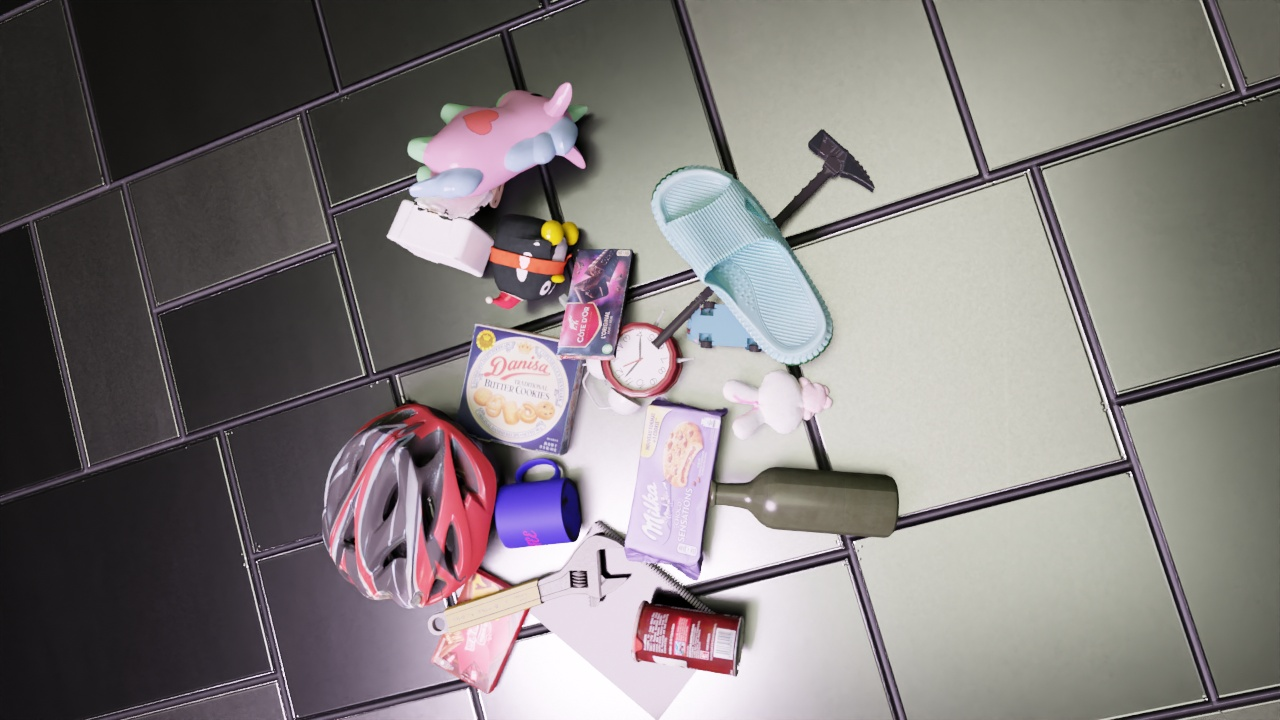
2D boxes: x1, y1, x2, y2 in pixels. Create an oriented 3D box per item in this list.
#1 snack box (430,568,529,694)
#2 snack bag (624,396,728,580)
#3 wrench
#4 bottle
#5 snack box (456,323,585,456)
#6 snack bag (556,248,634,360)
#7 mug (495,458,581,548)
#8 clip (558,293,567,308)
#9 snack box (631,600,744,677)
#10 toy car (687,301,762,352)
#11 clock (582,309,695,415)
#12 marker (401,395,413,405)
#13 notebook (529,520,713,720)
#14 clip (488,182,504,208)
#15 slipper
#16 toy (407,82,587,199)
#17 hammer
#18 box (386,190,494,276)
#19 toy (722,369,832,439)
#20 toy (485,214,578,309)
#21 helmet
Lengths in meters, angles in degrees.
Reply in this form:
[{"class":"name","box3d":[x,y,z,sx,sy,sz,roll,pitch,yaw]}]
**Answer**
[{"class":"snack box","box3d":[-0.202,0.344,1.171,0.089,0.021,0.133,24,93,12]},{"class":"snack bag","box3d":[0.044,0.151,1.101,0.096,0.058,0.205,10,90,15]},{"class":"wrench","box3d":[-0.142,0.288,1.139,0.274,0.018,0.083,-19,83,10]},{"class":"bottle","box3d":[0.183,0.158,1.043,0.207,0.071,0.071,4,89,2]},{"class":"snack box","box3d":[-0.151,0.036,1.158,0.144,0.042,0.145,11,92,13]},{"class":"snack bag","box3d":[-0.054,-0.070,1.122,0.075,0.018,0.155,1,65,17]},{"class":"mug","box3d":[-0.125,0.174,1.136,0.084,0.079,0.111,-8,60,13]},{"class":"clip","box3d":[-0.071,-0.054,1.150,0.047,0.023,0.076,-32,81,-7]},{"class":"snack box","box3d":[0.056,0.324,1.069,0.121,0.072,0.072,5,89,13]},{"class":"toy car","box3d":[0.111,-0.041,1.107,0.108,0.027,0.060,4,89,23]},{"class":"clock","box3d":[-0.007,0.007,1.122,0.138,0.048,0.096,-33,81,9]},{"class":"marker","box3d":[-0.267,0.101,1.195,0.019,0.019,0.145,-43,80,8]},{"class":"notebook","box3d":[-0.016,0.319,1.132,0.207,0.016,0.149,37,97,12]},{"class":"clip","box3d":[-0.189,-0.226,1.187,0.047,0.025,0.062,-15,78,8]},{"class":"slipper","box3d":[0.119,-0.115,1.046,0.116,0.069,0.276,-36,83,-2]},{"class":"toy","box3d":[-0.173,-0.257,1.113,0.171,0.120,0.221,16,51,22]},{"class":"hammer","box3d":[0.136,-0.128,1.086,0.325,0.015,0.095,-45,82,0]},{"class":"box","box3d":[-0.238,-0.188,1.158,0.110,0.103,0.130,17,84,14]},{"class":"toy","box3d":[0.163,0.050,1.085,0.125,0.037,0.076,-10,82,-8]},{"class":"toy","box3d":[-0.139,-0.121,1.137,0.100,0.097,0.119,14,101,13]},{"class":"helmet","box3d":[-0.293,0.186,1.125,0.217,0.166,0.272,29,115,27]}]
